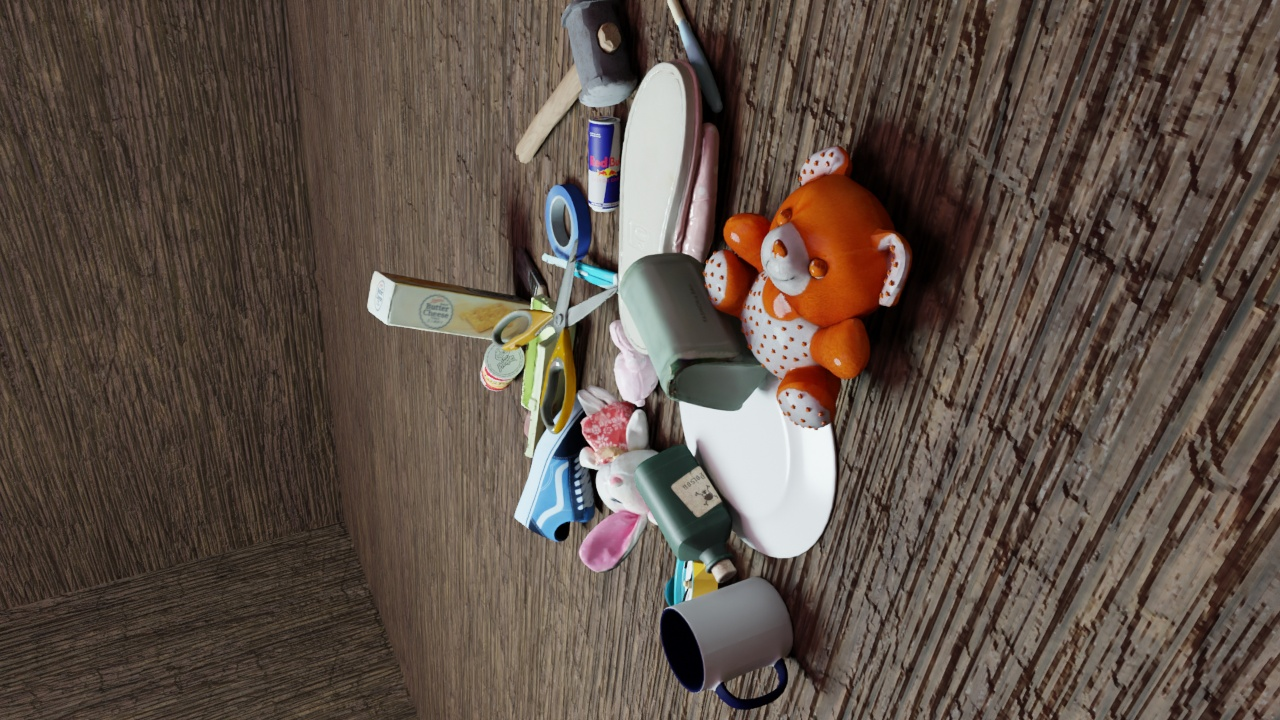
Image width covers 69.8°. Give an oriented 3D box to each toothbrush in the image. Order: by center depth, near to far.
[{"bbox_3d":[0.039,-0.277,0.790,0.022,0.016,0.155,54,-166,-71],"label":"toothbrush"}]

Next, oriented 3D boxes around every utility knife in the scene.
[{"bbox_3d":[-0.069,-0.102,1.054,0.162,0.015,0.022,22,118,49],"label":"utility knife"}]

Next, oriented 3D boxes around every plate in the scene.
[{"bbox_3d":[0.092,0.062,0.832,0.242,0.016,0.243,36,132,53],"label":"plate"}]

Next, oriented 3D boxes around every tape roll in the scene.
[{"bbox_3d":[-0.087,-0.163,1.087,0.091,0.016,0.093,52,144,41],"label":"tape roll"}]

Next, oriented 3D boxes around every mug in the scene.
[{"bbox_3d":[0.086,0.264,0.840,0.112,0.096,0.079,58,148,35],"label":"mug"}]

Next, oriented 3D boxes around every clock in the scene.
[{"bbox_3d":[0.053,0.239,0.935,0.099,0.043,0.130,-103,21,-64],"label":"clock"}]

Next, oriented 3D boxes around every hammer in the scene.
[{"bbox_3d":[-0.088,-0.286,1.012,0.329,0.052,0.098,-18,85,67],"label":"hammer"}]

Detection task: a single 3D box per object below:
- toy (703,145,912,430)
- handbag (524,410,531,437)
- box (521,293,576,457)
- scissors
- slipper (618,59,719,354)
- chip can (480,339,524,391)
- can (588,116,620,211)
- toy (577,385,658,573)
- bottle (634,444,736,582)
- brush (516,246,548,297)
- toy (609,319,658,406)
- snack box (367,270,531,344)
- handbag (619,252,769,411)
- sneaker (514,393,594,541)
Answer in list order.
[{"bbox_3d":[0.117,-0.053,0.650,0.163,0.092,0.173,63,149,30],"label":"toy"},{"bbox_3d":[-0.123,0.123,1.280,0.119,0.029,0.055,51,142,33],"label":"handbag"},{"bbox_3d":[-0.118,0.020,1.179,0.127,0.066,0.188,-100,16,-51],"label":"box"},{"bbox_3d":[-0.106,-0.029,1.052,0.230,0.016,0.225,0,79,47],"label":"scissors"},{"bbox_3d":[0.026,-0.132,0.836,0.114,0.054,0.275,44,136,48],"label":"slipper"},{"bbox_3d":[-0.196,0.010,1.286,0.215,0.051,0.052,151,105,-77],"label":"chip can"},{"bbox_3d":[-0.038,-0.204,0.955,0.032,0.032,0.095,40,135,51],"label":"can"},{"bbox_3d":[-0.016,0.114,0.992,0.159,0.084,0.194,-30,65,23],"label":"toy"},{"bbox_3d":[0.050,0.152,0.878,0.131,0.061,0.061,58,167,30],"label":"bottle"},{"bbox_3d":[-0.134,-0.089,1.219,0.151,0.012,0.039,58,147,32],"label":"brush"},{"bbox_3d":[-0.006,0.006,0.951,0.110,0.047,0.063,74,178,-58],"label":"toy"},{"bbox_3d":[-0.248,-0.069,1.232,0.104,0.207,0.057,24,104,58],"label":"snack box"},{"bbox_3d":[0.048,-0.025,0.760,0.067,0.106,0.121,-53,44,35],"label":"handbag"},{"bbox_3d":[-0.086,0.146,1.185,0.098,0.083,0.242,30,130,10],"label":"sneaker"}]
